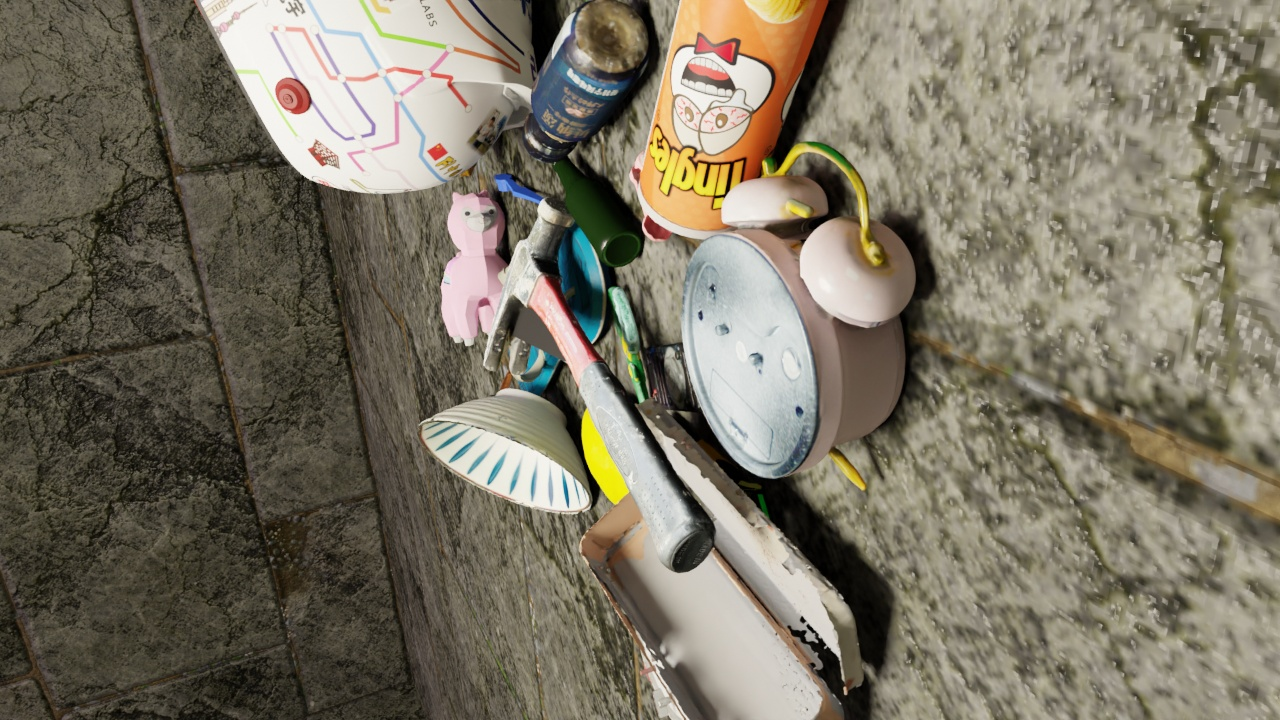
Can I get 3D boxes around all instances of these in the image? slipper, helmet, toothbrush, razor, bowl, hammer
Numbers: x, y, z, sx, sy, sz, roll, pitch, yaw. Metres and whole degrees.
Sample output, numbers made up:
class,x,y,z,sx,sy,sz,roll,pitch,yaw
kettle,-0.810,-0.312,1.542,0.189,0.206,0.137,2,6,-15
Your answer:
class,x,y,z,sx,sy,sz,roll,pitch,yaw
slipper,-0.096,-0.040,0.819,0.296,0.060,0.118,132,126,-63
helmet,-0.210,-0.290,0.714,0.314,0.236,0.231,61,-176,1
toothbrush,-0.101,-0.147,0.817,0.187,0.016,0.011,-141,36,-60
razor,0.044,0.066,0.592,0.144,0.021,0.044,37,151,56
bowl,-0.117,0.075,0.874,0.070,0.177,0.178,-68,7,-27
hammer,-0.035,0.019,0.607,0.141,0.036,0.326,-65,34,24

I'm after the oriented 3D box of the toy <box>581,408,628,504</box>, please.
class,x,y,z,sx,sy,sz,roll,pitch,yaw
toy,-0.018,0.072,0.715,0.094,0.041,0.096,55,151,40

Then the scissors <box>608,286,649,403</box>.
class,x,y,z,sx,sy,sz,roll,pitch,yaw
scissors,-0.001,0.007,0.659,0.078,0.013,0.132,139,115,-84

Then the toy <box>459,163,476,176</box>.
class,x,y,z,sx,sy,sz,roll,pitch,yaw
toy,-0.185,-0.259,0.884,0.133,0.076,0.175,52,-161,-74

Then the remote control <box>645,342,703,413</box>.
class,x,y,z,sx,sy,sz,roll,pitch,yaw
remote control,0.033,0.010,0.590,0.141,0.021,0.045,175,84,-72

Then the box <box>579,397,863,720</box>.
class,x,y,z,sx,sy,sz,roll,pitch,yaw
box,0.033,0.127,0.539,0.094,0.121,0.217,41,-177,-39

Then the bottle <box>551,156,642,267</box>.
class,x,y,z,sx,sy,sz,roll,pitch,yaw
bottle,-0.038,-0.115,0.671,0.033,0.033,0.123,98,150,-42

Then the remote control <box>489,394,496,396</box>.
class,x,y,z,sx,sy,sz,roll,pitch,yaw
remote control,-0.126,0.055,0.970,0.125,0.010,0.039,8,107,54

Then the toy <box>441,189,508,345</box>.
class,x,y,z,sx,sy,sz,roll,pitch,yaw
toy,-0.173,-0.096,0.962,0.123,0.067,0.157,-165,69,-67

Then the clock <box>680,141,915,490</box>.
class,x,y,z,sx,sy,sz,roll,pitch,yaw
clock,0.072,-0.023,0.428,0.117,0.058,0.158,48,144,49

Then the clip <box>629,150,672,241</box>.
class,x,y,z,sx,sy,sz,roll,pitch,yaw
clip,0.007,-0.102,0.589,0.039,0.022,0.059,127,132,-65

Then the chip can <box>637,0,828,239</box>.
class,x,y,z,sx,sy,sz,roll,pitch,yaw
chip can,0.047,-0.151,0.409,0.211,0.062,0.062,106,144,-50

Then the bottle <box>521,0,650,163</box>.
class,x,y,z,sx,sy,sz,roll,pitch,yaw
bottle,-0.043,-0.180,0.617,0.161,0.056,0.056,154,102,-67

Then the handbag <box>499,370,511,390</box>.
class,x,y,z,sx,sy,sz,roll,pitch,yaw
handbag,-0.150,0.067,1.035,0.093,0.043,0.196,60,149,32

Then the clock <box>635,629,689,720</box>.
class,x,y,z,sx,sy,sz,roll,pitch,yaw
clock,0.026,0.201,0.655,0.157,0.061,0.110,173,84,-68
